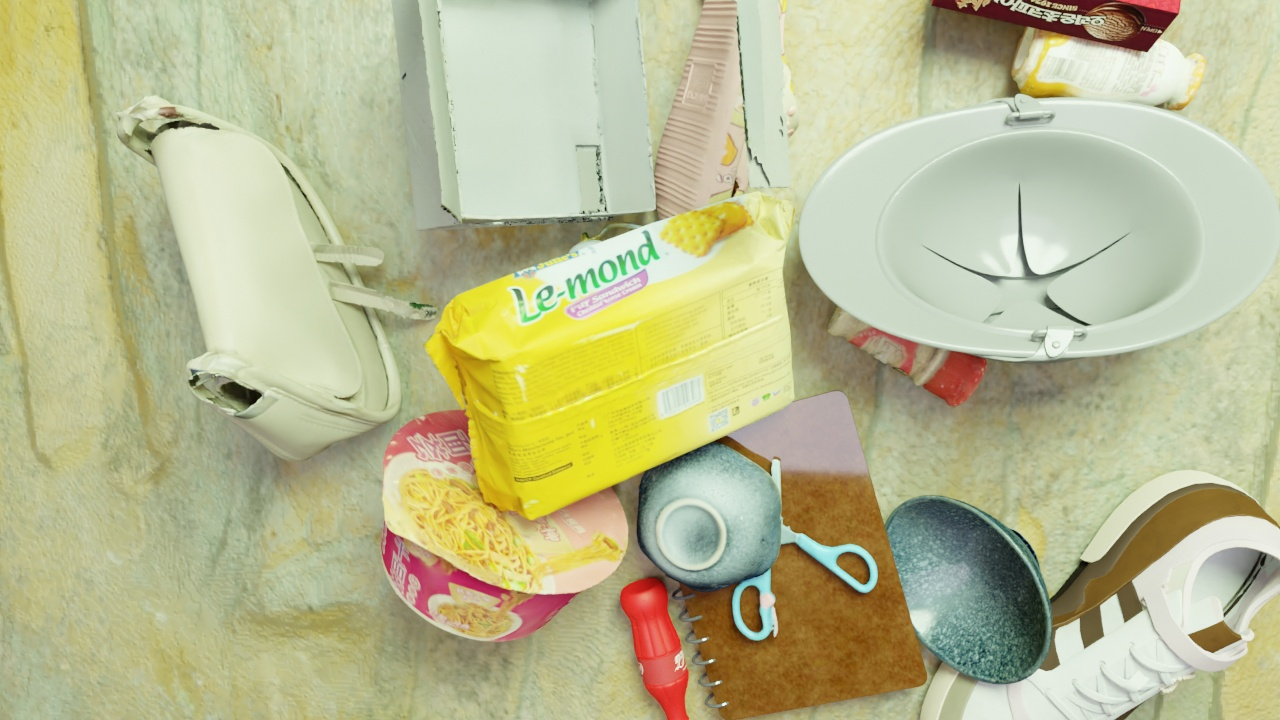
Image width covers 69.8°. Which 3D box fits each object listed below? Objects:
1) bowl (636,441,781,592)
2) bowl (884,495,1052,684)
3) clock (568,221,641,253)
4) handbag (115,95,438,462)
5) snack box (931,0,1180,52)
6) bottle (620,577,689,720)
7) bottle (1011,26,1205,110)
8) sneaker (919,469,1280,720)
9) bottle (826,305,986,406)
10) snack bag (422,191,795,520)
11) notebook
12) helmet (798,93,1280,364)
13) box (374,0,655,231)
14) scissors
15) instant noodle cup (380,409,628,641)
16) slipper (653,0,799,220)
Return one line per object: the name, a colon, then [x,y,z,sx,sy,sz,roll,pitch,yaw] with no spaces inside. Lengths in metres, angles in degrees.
bowl: [0.042,0.115,0.641,0.110,0.055,0.110,2,96,17]
bowl: [0.239,0.149,0.642,0.057,0.137,0.137,-20,96,-31]
clock: [-0.019,-0.041,0.660,0.083,0.057,0.117,12,88,0]
handbag: [-0.245,-0.059,0.637,0.132,0.184,0.229,-25,77,7]
snack box: [0.265,-0.279,0.571,0.133,0.036,0.151,15,73,5]
bottle: [0.016,0.228,0.702,0.036,0.036,0.119,-14,96,9]
bottle: [0.303,-0.193,0.596,0.109,0.063,0.063,15,99,5]
sneaker: [0.316,0.207,0.618,0.111,0.116,0.294,44,100,0]
bottle: [0.186,-0.011,0.646,0.109,0.044,0.044,31,100,3]
snack bag: [-0.003,0.003,0.585,0.247,0.068,0.160,-22,130,-17]
notebook: [0.100,0.148,0.680,0.168,0.024,0.225,-16,95,14]
helmet: [0.244,-0.063,0.600,0.271,0.118,0.183,-2,66,13]
box: [-0.068,-0.163,0.510,0.165,0.330,0.167,-6,97,-1]
scissors: [0.112,0.139,0.658,0.130,0.015,0.135,3,101,11]
instant noodle cup: [-0.105,0.120,0.646,0.178,0.178,0.078,30,117,3]
slipper: [0.071,-0.168,0.619,0.081,0.093,0.197,6,112,-23]
